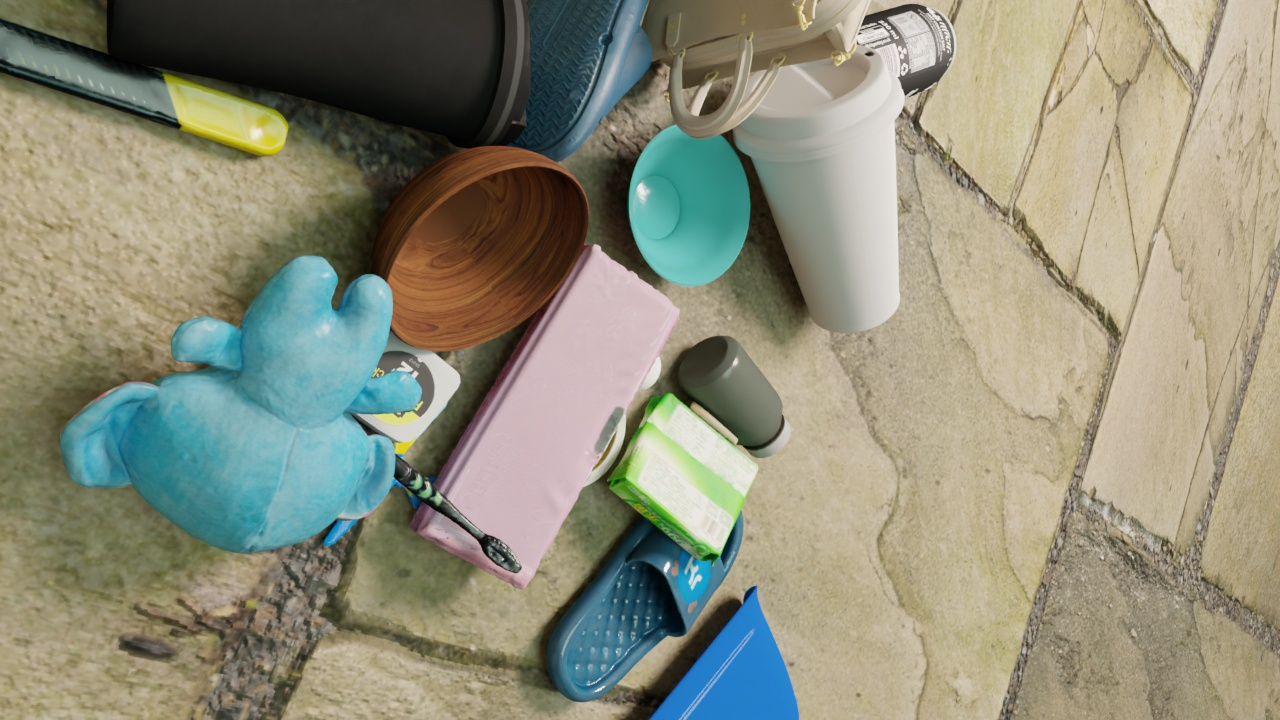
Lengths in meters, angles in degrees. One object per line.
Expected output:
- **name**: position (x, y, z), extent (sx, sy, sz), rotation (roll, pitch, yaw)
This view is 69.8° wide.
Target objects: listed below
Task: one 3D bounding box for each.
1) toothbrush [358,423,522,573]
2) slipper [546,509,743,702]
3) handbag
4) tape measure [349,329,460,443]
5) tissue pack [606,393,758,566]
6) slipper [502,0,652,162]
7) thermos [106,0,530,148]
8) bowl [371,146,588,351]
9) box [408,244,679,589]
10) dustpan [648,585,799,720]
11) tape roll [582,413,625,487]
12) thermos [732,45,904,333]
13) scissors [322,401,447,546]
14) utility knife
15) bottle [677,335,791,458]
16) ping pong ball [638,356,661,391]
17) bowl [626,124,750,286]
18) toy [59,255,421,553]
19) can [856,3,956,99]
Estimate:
- **toothbrush**: position (-0.146, 0.075, 0.581), extent (0.188, 0.017, 0.014), rotation (43, 78, -10)
- **slipper**: position (0.015, 0.188, 0.736), extent (0.213, 0.059, 0.104), rotation (-43, 122, -24)
- **handbag**: position (0.073, -0.246, 0.635), extent (0.101, 0.195, 0.197), rotation (24, 77, -41)
- **tape measure**: position (-0.158, 0.015, 0.594), extent (0.064, 0.017, 0.064), rotation (41, 67, -18)
- **tissue pack**: position (0.037, 0.091, 0.725), extent (0.114, 0.034, 0.099), rotation (40, 53, -11)
- **slipper**: position (-0.037, -0.220, 0.626), extent (0.059, 0.104, 0.213), rotation (49, 57, -55)
- **thermos**: position (-0.173, -0.186, 0.517), extent (0.218, 0.106, 0.106), rotation (2, 95, -33)
- **bowl**: position (-0.112, -0.082, 0.582), extent (0.147, 0.069, 0.147), rotation (-31, 152, -19)
- **box**: position (-0.064, 0.036, 0.644), extent (0.098, 0.041, 0.232), rotation (33, 79, -21)
- **dustpan**: position (0.079, 0.373, 0.811), extent (0.245, 0.060, 0.257), rotation (-44, 110, -25)
- **tape roll**: position (-0.053, 0.049, 0.689), extent (0.093, 0.019, 0.094), rotation (-5, 99, -38)
- **thermos**: position (0.160, -0.132, 0.760), extent (0.131, 0.132, 0.222), rotation (-45, 134, -25)
- **scissors**: position (-0.163, 0.067, 0.608), extent (0.125, 0.016, 0.125), rotation (11, 85, -40)
- **utility knife**: position (-0.285, -0.149, 0.480), extent (0.197, 0.020, 0.028), rotation (14, 85, -40)
- **bottle**: position (0.081, 0.032, 0.766), extent (0.108, 0.060, 0.060), rotation (49, 66, -31)
- **ping pong ball**: position (-0.004, 0.004, 0.707), extent (0.040, 0.040, 0.040), rotation (-6, 99, -38)
- **bowl**: position (0.026, -0.119, 0.711), extent (0.121, 0.046, 0.121), rotation (-6, 99, -38)
- **toy**: position (-0.206, 0.020, 0.510), extent (0.183, 0.115, 0.181), rotation (18, 106, -39)
- **can**: position (0.208, -0.265, 0.814), extent (0.145, 0.080, 0.080), rotation (-27, 112, -33)
